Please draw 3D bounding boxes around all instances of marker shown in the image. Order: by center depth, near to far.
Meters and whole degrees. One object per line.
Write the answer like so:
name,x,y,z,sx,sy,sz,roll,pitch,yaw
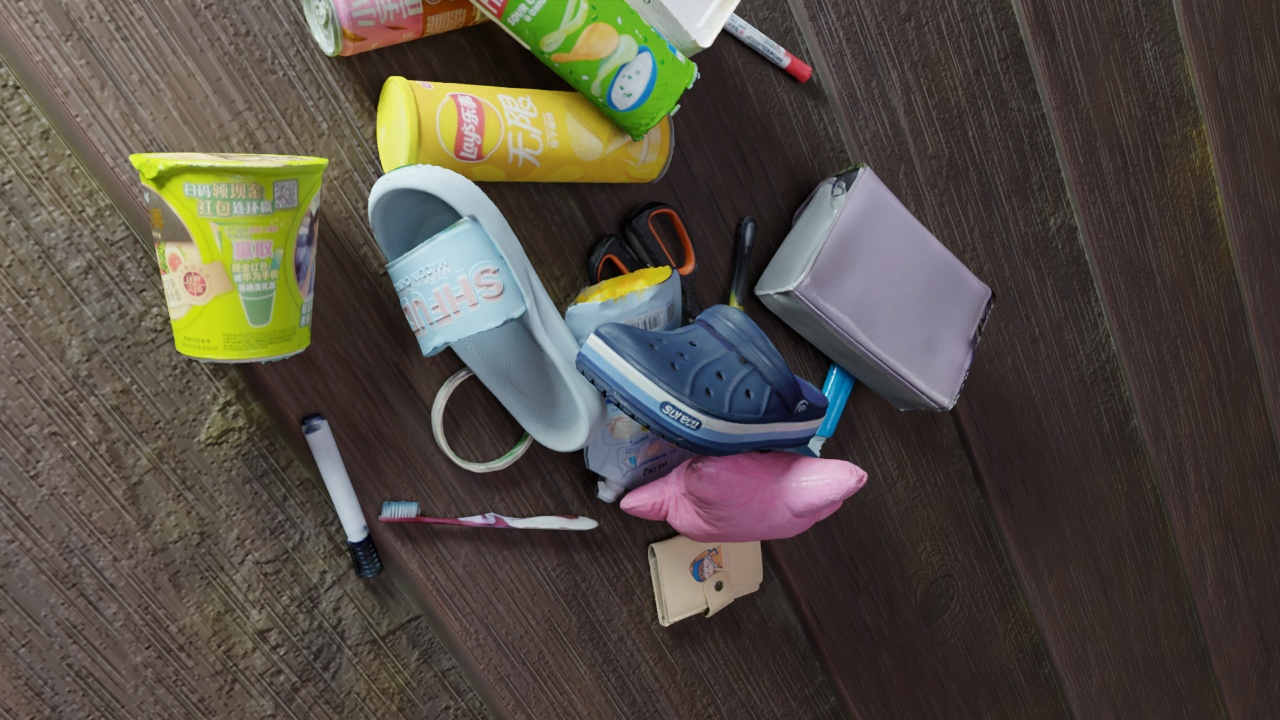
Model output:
marker,-0.217,0.100,0.665,0.022,0.018,0.131,-28,111,-33
marker,0.095,-0.285,0.805,0.145,0.017,0.017,22,85,-31

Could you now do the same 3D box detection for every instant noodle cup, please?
instant noodle cup,-0.251,-0.065,0.575,0.111,0.112,0.123,-6,107,-31
instant noodle cup,0.009,-0.276,0.690,0.116,0.124,0.116,39,76,-29

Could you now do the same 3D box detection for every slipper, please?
slipper,-0.114,-0.023,0.650,0.245,0.104,0.074,56,44,-21
slipper,0.068,0.011,0.687,0.252,0.105,0.095,12,108,-46

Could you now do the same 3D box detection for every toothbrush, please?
toothbrush,-0.116,0.125,0.733,0.187,0.016,0.017,8,82,-31

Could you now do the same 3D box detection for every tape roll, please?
tape roll,-0.120,0.044,0.719,0.085,0.014,0.086,-4,98,-31

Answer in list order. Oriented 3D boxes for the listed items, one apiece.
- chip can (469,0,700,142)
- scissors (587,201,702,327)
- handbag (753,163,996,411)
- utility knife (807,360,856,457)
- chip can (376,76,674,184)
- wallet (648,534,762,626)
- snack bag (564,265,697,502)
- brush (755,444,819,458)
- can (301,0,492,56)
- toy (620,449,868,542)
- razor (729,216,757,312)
chip can,-0.068,-0.244,0.608,0.236,0.072,0.072,35,78,-27
scissors,0.031,-0.026,0.804,0.152,0.022,0.235,-24,115,-22
handbag,0.221,-0.063,0.849,0.197,0.098,0.144,37,79,-18
utility knife,0.185,0.047,0.903,0.034,0.018,0.225,26,82,-25
chip can,-0.081,-0.166,0.681,0.213,0.072,0.072,-5,99,-31
wallet,0.064,0.194,0.847,0.115,0.024,0.087,-15,105,-30
snack bag,-0.002,0.025,0.735,0.110,0.039,0.191,-26,124,-31
brush,0.135,0.097,0.828,0.144,0.074,0.055,43,76,-35
can,-0.153,-0.254,0.633,0.147,0.058,0.058,-25,109,-27
toy,0.085,0.106,0.734,0.178,0.195,0.074,38,45,-60
razor,0.089,-0.061,0.818,0.042,0.022,0.142,14,74,-29
